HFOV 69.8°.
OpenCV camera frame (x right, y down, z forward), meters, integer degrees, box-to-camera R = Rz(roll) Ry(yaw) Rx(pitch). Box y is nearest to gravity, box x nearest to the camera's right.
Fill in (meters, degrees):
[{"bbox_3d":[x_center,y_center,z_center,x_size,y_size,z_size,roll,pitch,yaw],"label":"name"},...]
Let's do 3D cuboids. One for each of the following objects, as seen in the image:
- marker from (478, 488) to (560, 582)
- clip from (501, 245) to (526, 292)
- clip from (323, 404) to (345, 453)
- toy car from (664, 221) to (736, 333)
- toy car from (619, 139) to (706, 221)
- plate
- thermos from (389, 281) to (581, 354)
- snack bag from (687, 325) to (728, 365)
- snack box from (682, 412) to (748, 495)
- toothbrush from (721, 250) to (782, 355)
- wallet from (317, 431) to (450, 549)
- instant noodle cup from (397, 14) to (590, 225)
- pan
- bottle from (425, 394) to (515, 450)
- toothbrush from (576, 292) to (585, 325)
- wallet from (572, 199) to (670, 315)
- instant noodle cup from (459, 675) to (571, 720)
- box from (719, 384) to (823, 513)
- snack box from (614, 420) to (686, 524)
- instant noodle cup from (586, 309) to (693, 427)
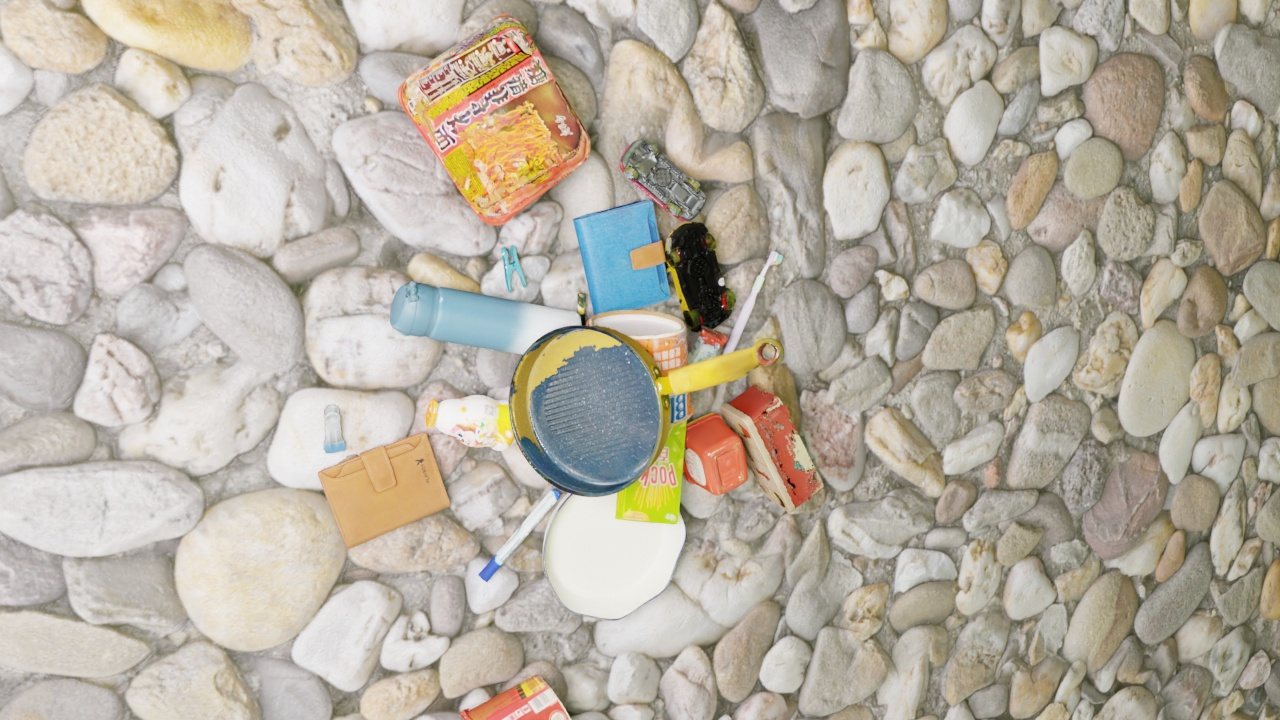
[{"bbox_3d":[-0.154,0.224,1.179,0.145,0.017,0.017,-49,116,-8],"label":"marker"},{"bbox_3d":[-0.155,-0.111,1.107,0.041,0.014,0.056,-20,108,-21],"label":"clip"},{"bbox_3d":[-0.355,0.080,1.056,0.024,0.028,0.057,-7,113,-21],"label":"clip"},{"bbox_3d":[0.075,-0.109,1.199,0.071,0.041,0.156,-29,117,-17],"label":"toy car"},{"bbox_3d":[0.026,-0.223,1.149,0.120,0.045,0.053,40,80,-14],"label":"toy car"},{"bbox_3d":[-0.038,0.241,1.222,0.204,0.045,0.205,-5,103,-25],"label":"plate"},{"bbox_3d":[-0.181,-0.045,1.083,0.220,0.070,0.070,9,97,-26],"label":"thermos"},{"bbox_3d":[0.075,0.001,1.219,0.045,0.026,0.105,17,117,-34],"label":"snack bag"},{"bbox_3d":[0.097,0.130,1.235,0.082,0.080,0.091,-24,119,-18],"label":"snack box"},{"bbox_3d":[0.146,-0.061,1.257,0.021,0.029,0.189,26,91,13],"label":"toothbrush"},{"bbox_3d":[-0.302,0.152,1.088,0.131,0.031,0.108,-21,111,-21],"label":"wallet"},{"bbox_3d":[-0.163,-0.266,1.033,0.164,0.079,0.189,-38,113,-13],"label":"instant noodle cup"},{"bbox_3d":[0.001,0.036,0.999,0.078,0.358,0.197,-18,89,-63],"label":"pan"},{"bbox_3d":[-0.200,0.072,1.098,0.108,0.063,0.063,12,96,-27],"label":"bottle"},{"bbox_3d":[-0.081,0.006,1.169,0.017,0.012,0.186,0,101,-14],"label":"toothbrush"},{"bbox_3d":[-0.021,-0.127,1.155,0.106,0.040,0.133,-17,109,-17],"label":"wallet"},{"bbox_3d":[-0.150,0.482,1.177,0.108,0.138,0.138,-29,112,-24],"label":"instant noodle cup"},{"bbox_3d":[0.190,0.118,1.275,0.078,0.091,0.168,-34,113,-11],"label":"box"},{"bbox_3d":[0.014,0.131,1.191,0.085,0.026,0.156,11,79,-28],"label":"snack box"},{"bbox_3d":[-0.007,0.007,1.118,0.151,0.151,0.111,-6,110,-24],"label":"instant noodle cup"}]
